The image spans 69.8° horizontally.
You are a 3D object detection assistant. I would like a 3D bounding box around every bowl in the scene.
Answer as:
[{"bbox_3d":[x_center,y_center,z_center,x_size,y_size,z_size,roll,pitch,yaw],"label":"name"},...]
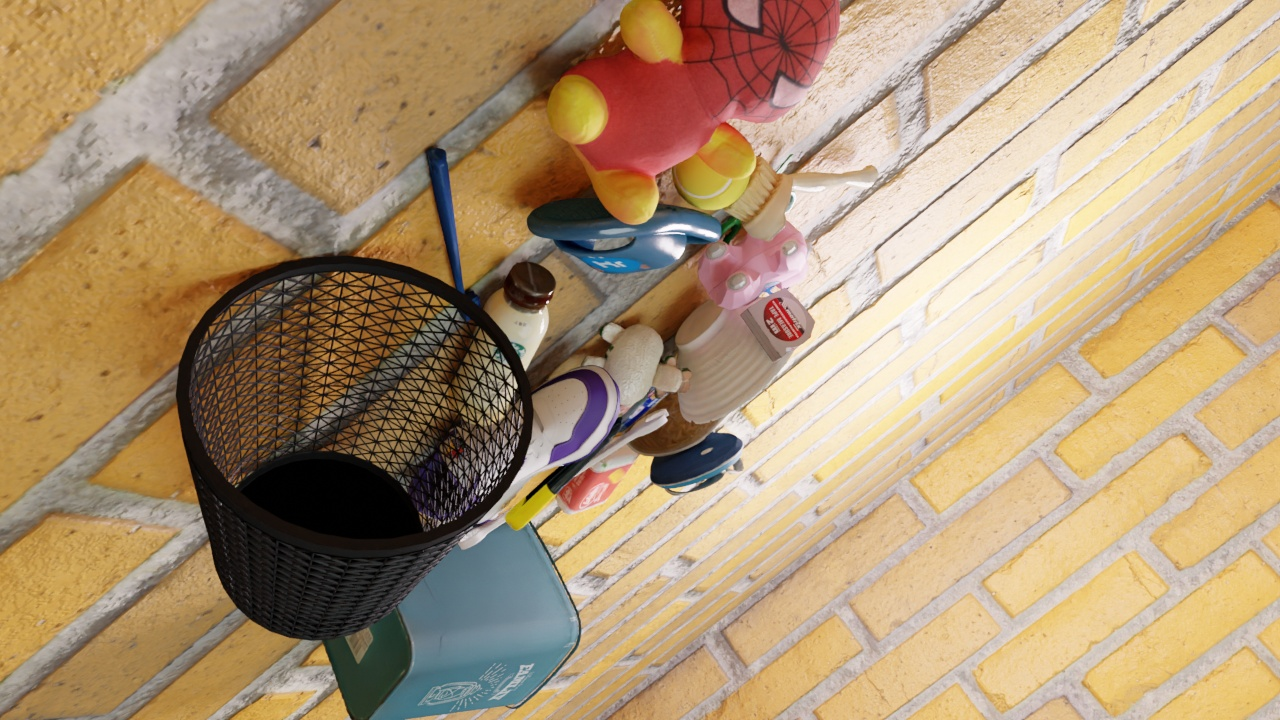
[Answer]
[{"bbox_3d":[0.088,-0.021,0.995,0.177,0.071,0.177,-40,-160,18],"label":"bowl"}]

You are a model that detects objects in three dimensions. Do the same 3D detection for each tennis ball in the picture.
[{"bbox_3d":[0.059,-0.158,0.765,0.065,0.065,0.065,-30,155,-16],"label":"tennis ball"}]

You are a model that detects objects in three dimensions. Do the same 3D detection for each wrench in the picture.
[{"bbox_3d":[-0.080,0.127,1.006,0.273,0.009,0.047,-32,-171,-17],"label":"wrench"}]

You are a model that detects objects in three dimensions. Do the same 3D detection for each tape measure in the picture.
[{"bbox_3d":[0.140,-0.037,0.925,0.062,0.060,0.020,-31,174,-26],"label":"tape measure"}]

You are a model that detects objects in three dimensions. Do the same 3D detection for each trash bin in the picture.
[{"bbox_3d":[-0.228,0.305,1.067,0.218,0.199,0.197,5,132,-48],"label":"trash bin"},{"bbox_3d":[-0.219,0.085,0.670,0.216,0.217,0.244,-19,156,-36],"label":"trash bin"}]

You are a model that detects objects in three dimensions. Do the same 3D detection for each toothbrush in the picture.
[{"bbox_3d":[-0.137,-0.088,0.686,0.017,0.016,0.190,-36,157,-22],"label":"toothbrush"}]

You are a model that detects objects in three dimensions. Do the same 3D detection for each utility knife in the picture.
[{"bbox_3d":[-0.063,0.102,0.966,0.203,0.020,0.029,-43,-162,-8],"label":"utility knife"}]

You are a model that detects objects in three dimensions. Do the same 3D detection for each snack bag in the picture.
[{"bbox_3d":[-0.055,0.148,1.192,0.076,0.036,0.116,-12,145,-45],"label":"snack bag"}]

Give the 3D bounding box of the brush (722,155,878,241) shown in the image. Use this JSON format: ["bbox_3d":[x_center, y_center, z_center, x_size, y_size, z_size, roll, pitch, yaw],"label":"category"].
[{"bbox_3d":[0.164,-0.168,0.882,0.062,0.077,0.271,-29,176,40],"label":"brush"}]

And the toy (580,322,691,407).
[{"bbox_3d":[-0.006,0.006,0.954,0.112,0.050,0.087,20,90,-17],"label":"toy"}]

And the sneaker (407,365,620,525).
[{"bbox_3d":[-0.136,0.081,0.905,0.245,0.091,0.111,-40,156,20],"label":"sneaker"}]

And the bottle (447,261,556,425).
[{"bbox_3d":[-0.118,-0.014,0.792,0.056,0.056,0.162,-14,147,-42],"label":"bottle"}]

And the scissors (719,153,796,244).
[{"bbox_3d":[0.117,-0.155,0.916,0.131,0.011,0.126,-10,145,-49],"label":"scissors"}]

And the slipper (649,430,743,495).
[{"bbox_3d":[0.070,0.131,1.157,0.118,0.060,0.295,-23,-176,-1],"label":"slipper"}]

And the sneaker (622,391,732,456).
[{"bbox_3d":[0.081,0.035,1.133,0.236,0.087,0.079,-36,-172,8],"label":"sneaker"}]

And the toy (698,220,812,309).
[{"bbox_3d":[0.123,-0.098,0.938,0.123,0.067,0.157,-34,167,4],"label":"toy"}]

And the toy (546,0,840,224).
[{"bbox_3d":[0.041,-0.199,0.627,0.216,0.098,0.147,-37,139,-1],"label":"toy"}]

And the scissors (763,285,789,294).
[{"bbox_3d":[0.133,-0.083,1.069,0.133,0.014,0.128,-7,138,-42],"label":"scissors"}]

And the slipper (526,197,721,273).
[{"bbox_3d":[-0.002,-0.099,0.745,0.213,0.104,0.059,-9,102,-56],"label":"slipper"}]

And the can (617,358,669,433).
[{"bbox_3d":[-0.016,0.032,1.017,0.100,0.054,0.059,-41,154,8],"label":"can"}]
